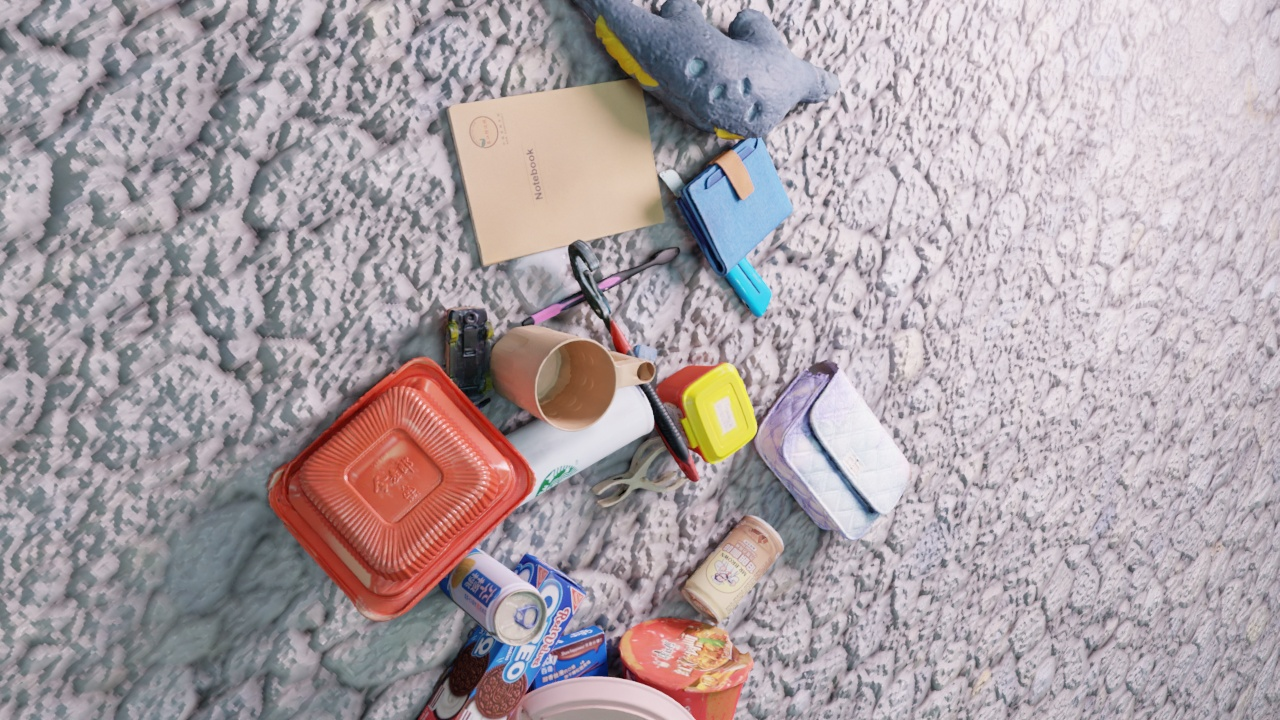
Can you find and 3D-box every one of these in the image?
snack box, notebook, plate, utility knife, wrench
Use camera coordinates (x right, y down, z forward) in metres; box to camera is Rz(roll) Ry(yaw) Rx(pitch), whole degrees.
[{"bbox_3d":[0.064,0.052,0.957,0.081,0.080,0.091,-32,112,-26],"label":"snack box"},{"bbox_3d":[-0.074,-0.185,0.883,0.207,0.008,0.148,-18,105,-29],"label":"notebook"},{"bbox_3d":[-0.072,0.360,0.944,0.084,0.026,0.157,-10,101,-31],"label":"snack box"},{"bbox_3d":[-0.136,0.289,0.878,0.057,0.058,0.207,42,75,-32],"label":"snack box"},{"bbox_3d":[-0.043,0.409,0.898,0.229,0.028,0.230,0,111,-1],"label":"plate"},{"bbox_3d":[0.081,-0.127,0.982,0.034,0.018,0.199,-49,117,-17],"label":"utility knife"},{"bbox_3d":[-0.005,0.005,0.902,0.016,0.056,0.273,-32,108,-17],"label":"wrench"}]

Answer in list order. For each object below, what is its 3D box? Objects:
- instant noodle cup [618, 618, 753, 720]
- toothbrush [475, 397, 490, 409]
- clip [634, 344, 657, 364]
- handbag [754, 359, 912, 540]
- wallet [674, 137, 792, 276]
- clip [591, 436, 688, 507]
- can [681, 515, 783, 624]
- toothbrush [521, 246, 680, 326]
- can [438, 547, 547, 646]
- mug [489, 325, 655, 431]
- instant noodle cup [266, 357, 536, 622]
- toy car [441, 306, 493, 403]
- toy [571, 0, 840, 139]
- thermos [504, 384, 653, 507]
[{"bbox_3d":[0.039,0.350,0.956,0.137,0.138,0.109,-2,106,-32],"label":"instant noodle cup"},{"bbox_3d":[-0.209,0.091,0.832,0.188,0.014,0.017,-38,121,-23],"label":"toothbrush"},{"bbox_3d":[0.001,0.012,0.949,0.025,0.031,0.057,20,81,-34],"label":"clip"},{"bbox_3d":[0.230,0.111,1.071,0.134,0.076,0.194,-50,119,-17],"label":"handbag"},{"bbox_3d":[0.102,-0.167,0.968,0.132,0.040,0.106,-43,115,-33],"label":"wallet"},{"bbox_3d":[0.006,0.129,0.959,0.103,0.035,0.092,-48,117,-13],"label":"clip"},{"bbox_3d":[0.103,0.230,1.017,0.116,0.059,0.058,-45,117,-20],"label":"can"},{"bbox_3d":[-0.038,-0.075,0.919,0.188,0.018,0.014,-28,109,-22],"label":"toothbrush"},{"bbox_3d":[-0.134,0.209,0.822,0.053,0.135,0.053,-4,97,-32],"label":"can"},{"bbox_3d":[-0.066,0.009,0.853,0.124,0.104,0.084,-11,106,-31],"label":"mug"},{"bbox_3d":[-0.202,0.102,0.764,0.164,0.079,0.188,45,76,5],"label":"instant noodle cup"},{"bbox_3d":[-0.159,-0.005,0.838,0.042,0.035,0.090,-6,106,-29],"label":"toy car"},{"bbox_3d":[0.082,-0.293,0.927,0.355,0.092,0.137,5,66,-33],"label":"toy"},{"bbox_3d":[-0.094,0.092,0.871,0.223,0.073,0.073,-28,110,-26],"label":"thermos"}]
